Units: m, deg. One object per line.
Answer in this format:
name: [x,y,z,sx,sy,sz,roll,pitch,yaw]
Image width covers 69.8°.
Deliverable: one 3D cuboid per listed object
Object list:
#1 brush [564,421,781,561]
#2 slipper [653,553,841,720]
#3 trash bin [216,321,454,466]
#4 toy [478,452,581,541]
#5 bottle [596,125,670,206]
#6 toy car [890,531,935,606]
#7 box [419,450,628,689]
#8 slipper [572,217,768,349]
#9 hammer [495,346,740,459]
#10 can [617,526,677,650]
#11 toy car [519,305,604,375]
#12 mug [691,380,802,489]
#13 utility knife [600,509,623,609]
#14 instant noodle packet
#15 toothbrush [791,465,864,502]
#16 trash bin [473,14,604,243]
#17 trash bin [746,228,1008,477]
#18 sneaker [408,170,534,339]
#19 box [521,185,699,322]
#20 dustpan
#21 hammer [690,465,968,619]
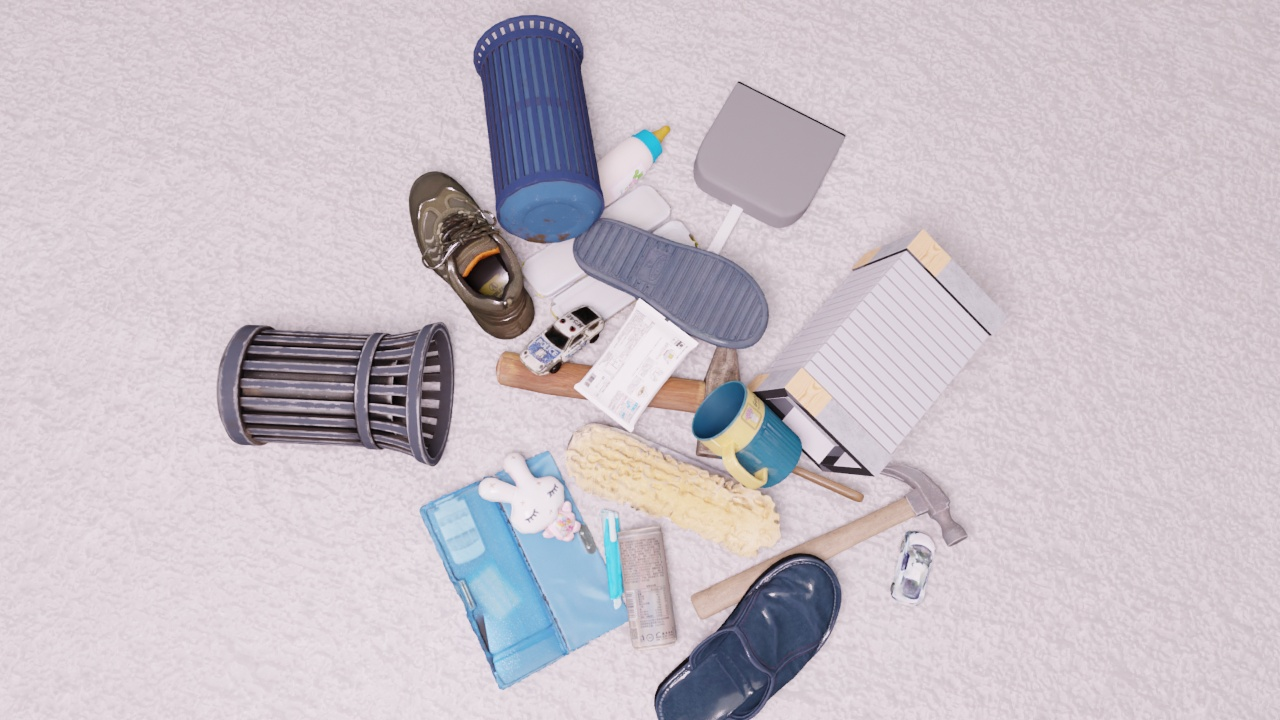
brush: [0.037,0.152,1.089,0.271,0.056,0.083,24,91,3]
slipper: [0.128,0.332,1.029,0.265,0.083,0.109,-42,88,-4]
trash bin: [-0.345,0.033,1.052,0.227,0.164,0.164,3,77,1]
toy: [-0.123,0.165,1.072,0.125,0.037,0.075,41,60,1]
bottle: [-0.015,-0.256,1.185,0.146,0.051,0.051,-42,83,-11]
toy car: [0.329,0.249,1.100,0.039,0.027,0.089,17,77,3]
box: [-0.135,0.241,1.078,0.174,0.033,0.231,-23,79,-16]
slipper: [0.040,-0.093,1.125,0.264,0.082,0.101,28,83,16]
hammer: [-0.028,0.024,1.128,0.301,0.037,0.157,8,77,-1]
can: [0.008,0.264,1.067,0.054,0.054,0.135,-7,77,-5]
toy car: [-0.094,-0.027,1.100,0.112,0.041,0.048,-40,63,-22]
mug: [0.122,0.097,1.048,0.107,0.083,0.113,42,33,-25]
utility knife: [-0.034,0.235,1.088,0.022,0.016,0.116,1,72,-14]
instant noodle packet: [-0.007,0.006,1.084,0.087,0.026,0.134,38,100,6]
toothbrush: [0.191,0.133,1.113,0.167,0.016,0.016,23,71,13]
trash bin: [-0.122,-0.274,1.115,0.139,0.139,0.249,-8,67,-5]
trash bin: [0.271,-0.006,1.081,0.142,0.142,0.246,44,79,-6]
sneaker: [-0.216,-0.139,1.101,0.101,0.143,0.238,-33,81,-9]
box: [-0.037,-0.128,1.171,0.209,0.034,0.129,-35,78,-9]
dustpan: [0.143,-0.230,1.198,0.163,0.033,0.257,28,67,4]
hammer: [0.215,0.227,1.097,0.331,0.031,0.119,-25,64,-3]
